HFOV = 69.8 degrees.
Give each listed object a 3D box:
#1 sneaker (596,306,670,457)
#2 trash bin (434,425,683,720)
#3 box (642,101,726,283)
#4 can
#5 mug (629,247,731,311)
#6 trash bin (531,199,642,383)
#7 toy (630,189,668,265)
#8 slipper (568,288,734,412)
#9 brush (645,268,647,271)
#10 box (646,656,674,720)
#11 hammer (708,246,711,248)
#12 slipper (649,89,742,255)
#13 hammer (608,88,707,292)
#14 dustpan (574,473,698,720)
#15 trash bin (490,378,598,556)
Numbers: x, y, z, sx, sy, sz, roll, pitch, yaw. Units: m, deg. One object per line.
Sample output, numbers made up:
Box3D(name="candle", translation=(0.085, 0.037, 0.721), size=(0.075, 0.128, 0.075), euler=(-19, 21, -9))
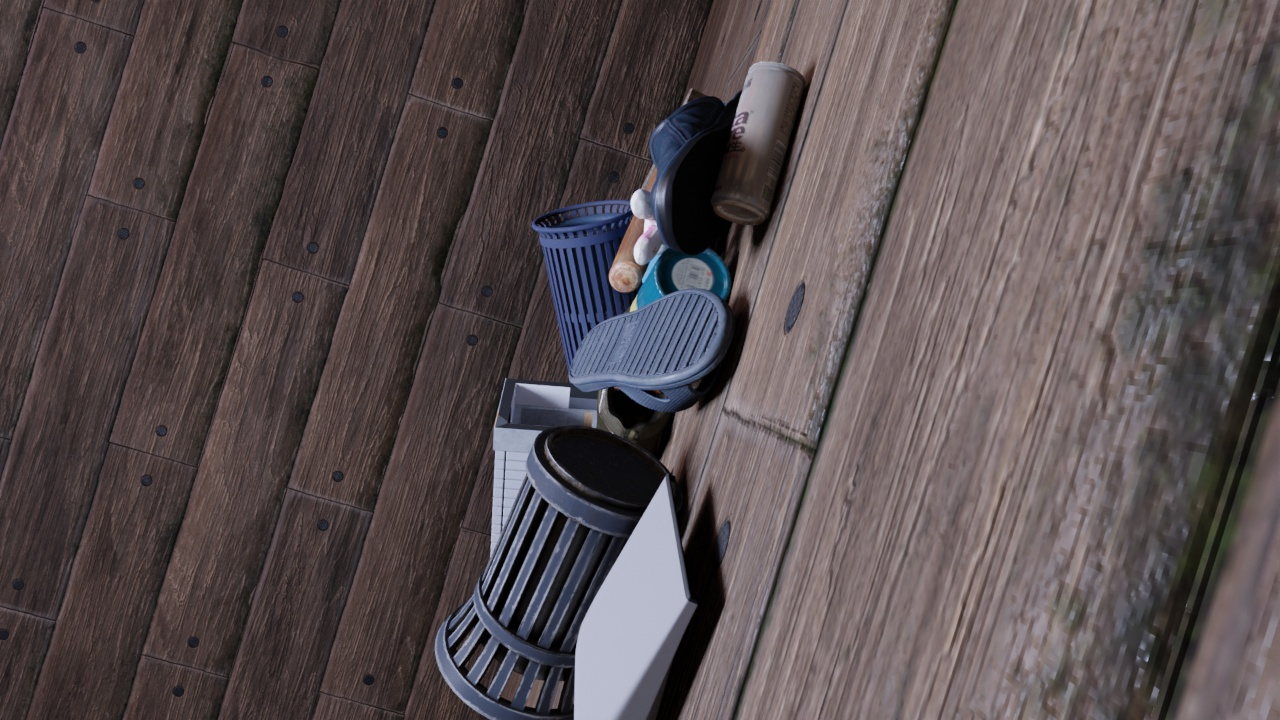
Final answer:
Box3D(name="sneaker", translation=(-0.006, 0.006, 1.042), size=(0.143, 0.101, 0.237), euler=(100, 178, -58))
Box3D(name="trash bin", translation=(-0.068, 0.186, 0.824), size=(0.164, 0.164, 0.228), euler=(-86, 19, -70))
Box3D(name="box", translation=(0.061, -0.186, 1.083), size=(0.174, 0.033, 0.232), euler=(-107, 40, -64))
Box3D(name="can", translation=(0.104, -0.191, 0.814), size=(0.054, 0.054, 0.135), euler=(135, 151, -80))
Box3D(name="mug", translation=(0.042, -0.076, 0.938), size=(0.107, 0.083, 0.113), euler=(118, 167, -66))
Box3D(name="trash bin", translation=(-0.053, -0.077, 1.240), size=(0.139, 0.139, 0.250), euler=(-85, -14, -68))
Box3D(name="toy", translation=(0.022, -0.142, 0.919), size=(0.125, 0.037, 0.076), euler=(-40, -42, -64))
Box3D(name="slipper", translation=(0.023, -0.001, 0.867), size=(0.264, 0.082, 0.101), euler=(-7, 55, 60))
Box3D(name="brush", translation=(0.055, -0.171, 1.283), size=(0.272, 0.056, 0.083), euler=(127, 162, -75))
Box3D(name="box", translation=(-0.014, 0.273, 0.699), size=(0.129, 0.034, 0.209), euler=(-166, 92, -78))
Box3D(name="hammer", translation=(0.041, -0.107, 1.211), size=(0.119, 0.030, 0.332), euler=(68, 163, 0))
Box3D(name="slipper", translation=(0.047, -0.185, 0.866), size=(0.264, 0.083, 0.109), euler=(-56, -30, -50))
Box3D(name="hammer", translation=(0.014, -0.174, 1.045), size=(0.158, 0.037, 0.299), euler=(-59, 8, 42))
Box3D(name="dustpan", translation=(-0.021, 0.228, 0.670), size=(0.258, 0.033, 0.163), euler=(-61, 12, 17))
Box3D(name="trash bin", translation=(-0.116, 0.169, 1.192), size=(0.142, 0.142, 0.247), euler=(-95, 11, -67))
